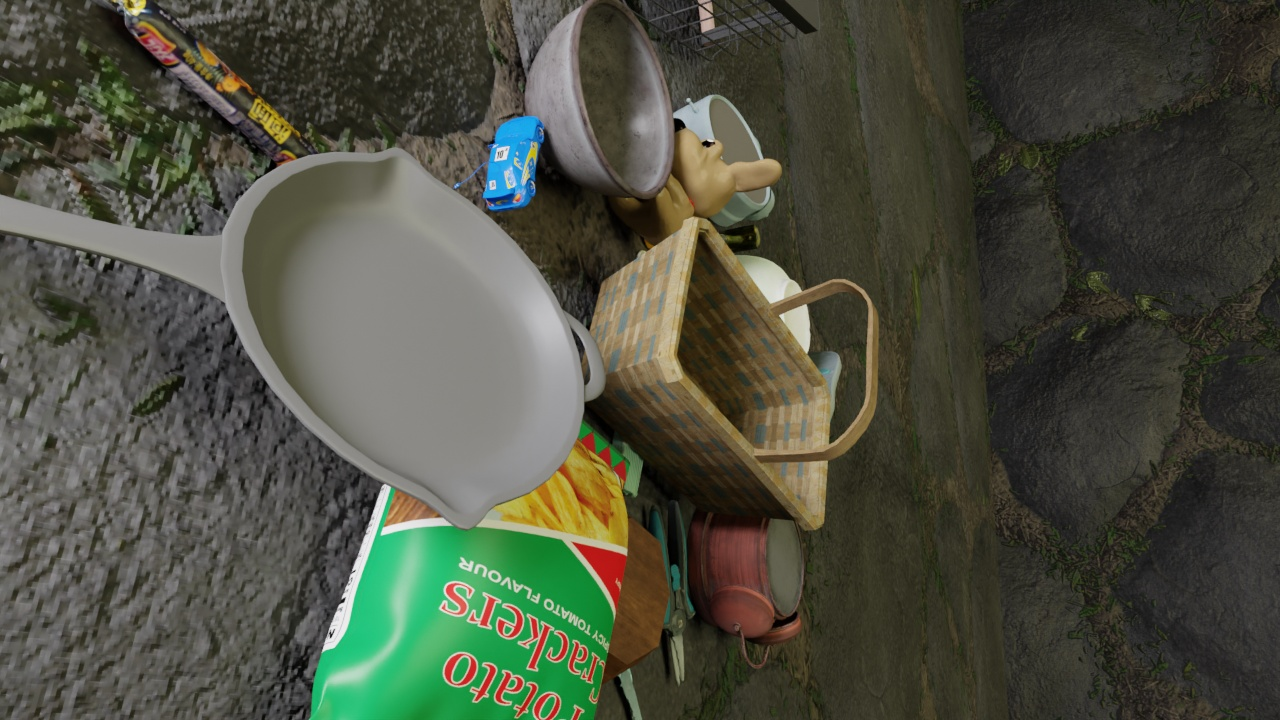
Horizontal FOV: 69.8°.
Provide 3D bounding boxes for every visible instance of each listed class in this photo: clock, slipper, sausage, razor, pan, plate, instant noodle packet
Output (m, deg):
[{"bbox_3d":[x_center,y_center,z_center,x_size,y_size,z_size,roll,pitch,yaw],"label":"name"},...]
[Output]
[{"bbox_3d":[0.099,0.197,0.834,0.120,0.072,0.157,39,49,-52],"label":"clock"},{"bbox_3d":[0.168,0.054,0.969,0.268,0.098,0.055,-42,119,-58],"label":"slipper"},{"bbox_3d":[-0.183,-0.115,0.438,0.155,0.020,0.020,48,44,-47],"label":"sausage"},{"bbox_3d":[0.075,-0.120,0.911,0.105,0.043,0.026,-10,95,-52],"label":"razor"},{"bbox_3d":[-0.152,-0.027,0.403,0.354,0.024,0.216,15,49,-44],"label":"pan"},{"bbox_3d":[-0.018,0.163,0.656,0.131,0.025,0.131,20,65,-51],"label":"plate"},{"bbox_3d":[0.086,-0.194,0.903,0.159,0.045,0.122,11,62,-55],"label":"clock"},{"bbox_3d":[-0.078,0.126,0.499,0.195,0.090,0.252,47,46,-44],"label":"instant noodle packet"}]

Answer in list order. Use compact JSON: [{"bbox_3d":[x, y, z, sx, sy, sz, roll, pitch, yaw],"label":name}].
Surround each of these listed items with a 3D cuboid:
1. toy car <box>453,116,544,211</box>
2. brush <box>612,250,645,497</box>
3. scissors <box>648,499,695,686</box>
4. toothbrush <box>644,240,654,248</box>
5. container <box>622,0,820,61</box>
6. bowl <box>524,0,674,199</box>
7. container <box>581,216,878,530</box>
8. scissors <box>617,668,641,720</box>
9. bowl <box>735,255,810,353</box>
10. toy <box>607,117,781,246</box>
[{"bbox_3d":[-0.094,-0.133,0.589,0.062,0.033,0.091,47,44,-57],"label":"toy car"},{"bbox_3d":[-0.004,0.004,0.754,0.033,0.012,0.217,39,49,-51],"label":"brush"},{"bbox_3d":[0.021,0.187,0.749,0.137,0.019,0.129,54,48,-31],"label":"scissors"},{"bbox_3d":[0.046,-0.047,0.841,0.197,0.031,0.030,59,28,-30],"label":"toothbrush"},{"bbox_3d":[0.064,-0.388,0.844,0.240,0.130,0.163,-4,88,-62],"label":"container"},{"bbox_3d":[-0.036,-0.185,0.677,0.144,0.067,0.144,22,64,-58],"label":"bowl"},{"bbox_3d":[0.092,0.015,0.710,0.250,0.187,0.157,47,42,-39],"label":"container"},{"bbox_3d":[-0.013,0.231,0.681,0.063,0.015,0.138,-30,105,-62],"label":"scissors"},{"bbox_3d":[0.127,-0.038,0.941,0.153,0.073,0.153,26,60,-57],"label":"bowl"},{"bbox_3d":[0.033,-0.143,0.769,0.108,0.134,0.106,-48,125,-29],"label":"toy"}]
